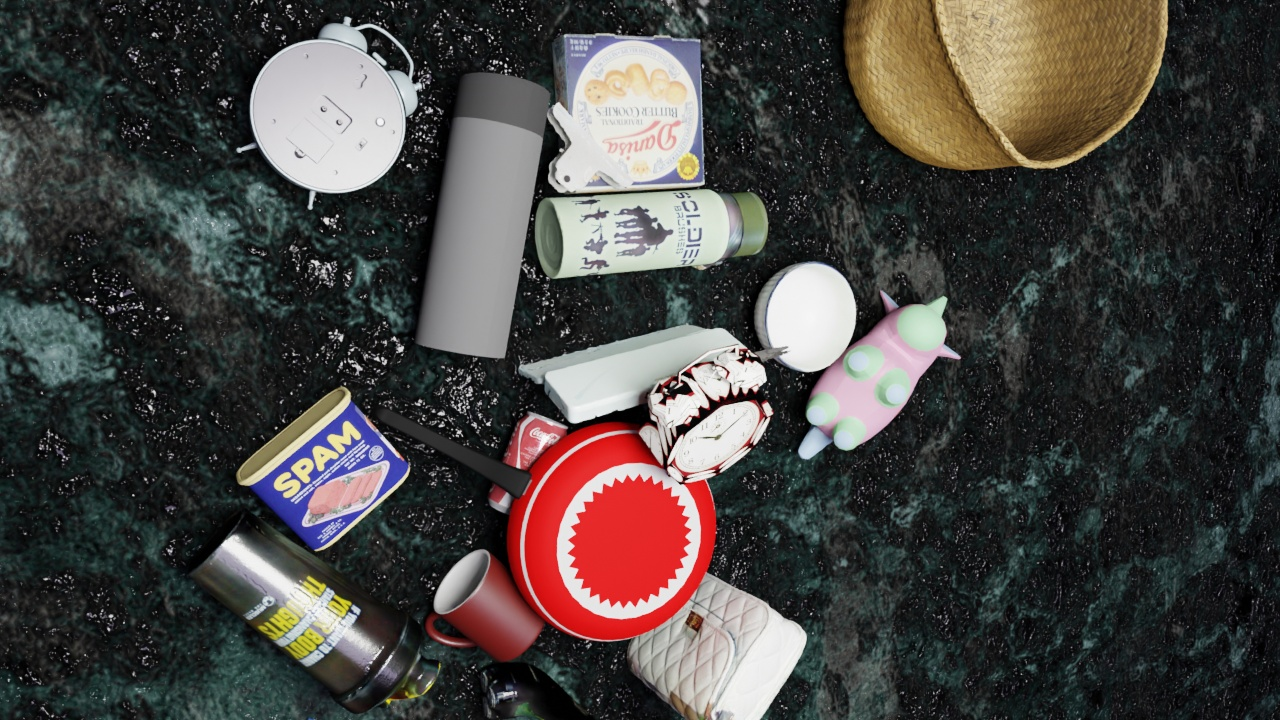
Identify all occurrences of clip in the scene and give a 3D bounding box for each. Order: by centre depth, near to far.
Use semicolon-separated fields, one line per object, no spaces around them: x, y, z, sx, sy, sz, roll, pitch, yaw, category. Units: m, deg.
-0.055;-0.180;0.836;0.102;0.050;0.058;42;67;-22;clip

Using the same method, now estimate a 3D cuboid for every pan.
-0.080;0.129;0.845;0.356;0.067;0.208;31;81;-24;pan

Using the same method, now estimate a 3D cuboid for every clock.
-0.257;-0.213;0.776;0.122;0.045;0.159;41;78;-25;clock
0.054;0.037;0.806;0.114;0.065;0.155;-24;143;-17;clock

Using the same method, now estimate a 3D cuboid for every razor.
-0.103;0.357;0.939;0.067;0.054;0.151;-47;122;-2;razor

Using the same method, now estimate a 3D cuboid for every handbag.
0.067;0.290;0.930;0.072;0.195;0.138;43;75;-19;handbag

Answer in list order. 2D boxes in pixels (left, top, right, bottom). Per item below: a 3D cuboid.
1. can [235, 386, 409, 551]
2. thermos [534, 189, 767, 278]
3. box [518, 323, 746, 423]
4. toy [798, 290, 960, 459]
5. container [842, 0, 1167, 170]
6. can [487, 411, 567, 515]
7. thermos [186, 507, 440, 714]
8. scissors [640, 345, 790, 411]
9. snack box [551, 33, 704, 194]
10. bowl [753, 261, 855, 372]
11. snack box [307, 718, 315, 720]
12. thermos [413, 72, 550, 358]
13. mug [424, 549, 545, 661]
-0.275;0.096;0.806;0.116;0.057;0.092;-42;114;-15;can
0.016;-0.125;0.908;0.231;0.082;0.082;-8;101;-26;thermos
-0.005;0.002;0.881;0.196;0.134;0.041;-13;120;-24;box
0.263;0.019;1.036;0.120;0.170;0.223;42;111;9;toy
0.378;-0.358;0.986;0.306;0.197;0.307;-4;100;-24;container
-0.108;0.102;0.891;0.054;0.054;0.096;23;87;-27;can
-0.284;0.224;0.804;0.221;0.098;0.098;45;77;-20;thermos
0.070;0.000;0.953;0.171;0.012;0.121;-41;106;10;scissors
-0.010;-0.239;0.895;0.144;0.043;0.145;-8;100;-25;snack box
0.169;-0.050;1.001;0.118;0.062;0.118;-4;99;-26;bowl
-0.270;0.455;0.854;0.202;0.069;0.155;42;78;-25;snack box
-0.142;-0.128;0.824;0.082;0.082;0.240;9;94;-27;thermos
-0.156;0.245;0.886;0.106;0.073;0.082;-36;115;13;mug
